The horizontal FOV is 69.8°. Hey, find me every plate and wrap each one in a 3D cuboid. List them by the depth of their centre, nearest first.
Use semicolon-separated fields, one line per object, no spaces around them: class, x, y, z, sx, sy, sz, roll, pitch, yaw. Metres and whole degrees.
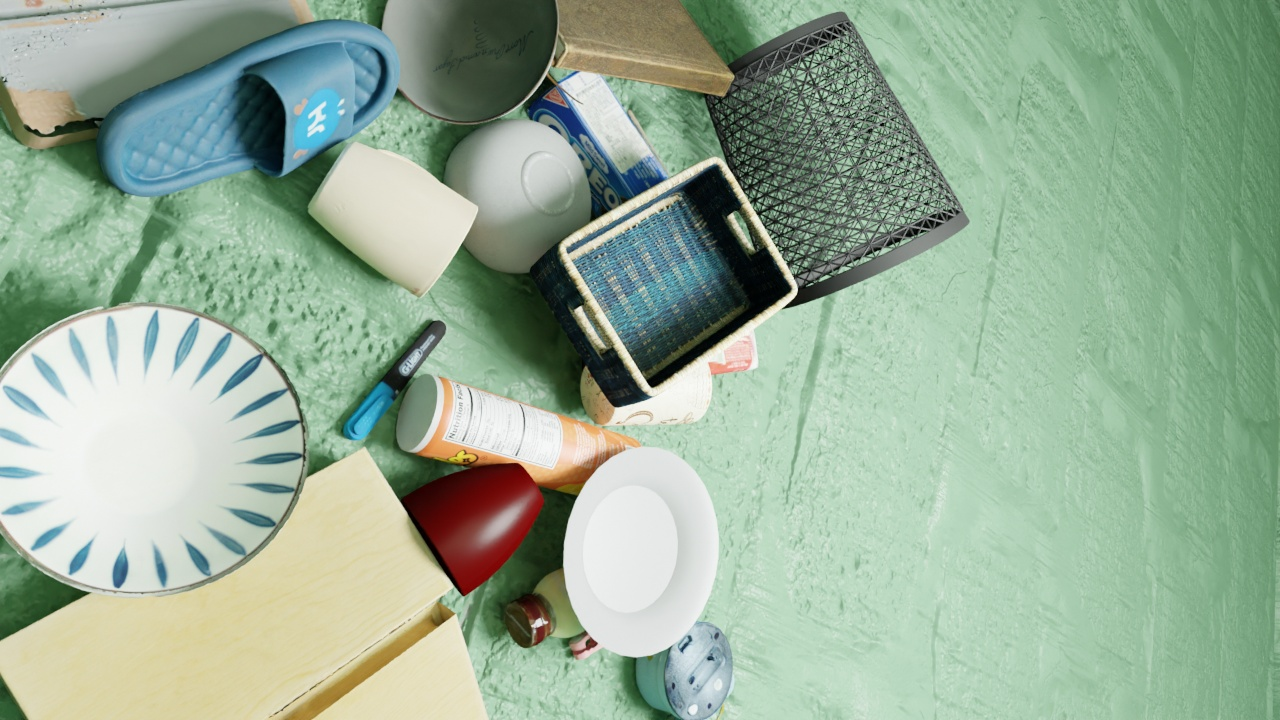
plate;-0.001;0.161;0.778;0.172;0.019;0.172;5;83;-41

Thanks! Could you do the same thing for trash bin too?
trash bin;0.190;-0.210;0.961;0.216;0.218;0.243;-30;97;-39

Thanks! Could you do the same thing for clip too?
clip;-0.037;0.247;0.814;0.057;0.022;0.035;-26;104;-35

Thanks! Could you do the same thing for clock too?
clock;0.046;0.298;0.857;0.088;0.052;0.124;-41;111;-39

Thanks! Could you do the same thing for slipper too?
slipper;-0.256;-0.163;0.629;0.213;0.104;0.059;-32;70;-29

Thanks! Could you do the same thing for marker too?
marker;-0.189;0.013;0.717;0.018;0.015;0.122;48;54;-24

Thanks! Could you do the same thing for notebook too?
notebook;-0.015;-0.298;0.845;0.215;0.035;0.190;-5;57;-41

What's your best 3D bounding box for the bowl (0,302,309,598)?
bowl;-0.304;0.058;0.566;0.177;0.071;0.177;14;65;-33

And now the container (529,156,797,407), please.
container;0.021;-0.067;0.777;0.187;0.071;0.145;-34;95;-28

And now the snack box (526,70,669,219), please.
snack box;-0.012;-0.159;0.853;0.059;0.059;0.226;-44;106;-36

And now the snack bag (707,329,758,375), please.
snack bag;0.068;-0.022;0.931;0.115;0.036;0.077;-6;87;-41

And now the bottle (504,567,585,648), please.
bottle;-0.041;0.197;0.792;0.161;0.057;0.056;-16;94;-41

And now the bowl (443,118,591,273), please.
bowl;-0.096;-0.144;0.787;0.131;0.065;0.131;7;79;-40

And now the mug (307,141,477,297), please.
mug;-0.188;-0.119;0.702;0.104;0.085;0.111;32;35;-21

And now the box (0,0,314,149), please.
box;-0.331;-0.236;0.618;0.215;0.043;0.148;-28;98;-40

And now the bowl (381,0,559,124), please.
bowl;-0.132;-0.262;0.752;0.056;0.151;0.150;9;74;-82

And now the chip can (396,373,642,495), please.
chip can;-0.093;0.069;0.761;0.210;0.062;0.062;21;70;-37

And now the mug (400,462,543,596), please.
mug;-0.121;0.125;0.709;0.088;0.114;0.087;-33;64;-20

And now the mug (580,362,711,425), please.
mug;-0.005;0.005;0.835;0.097;0.081;0.122;-7;69;-35

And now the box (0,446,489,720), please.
box;-0.237;0.225;0.610;0.246;0.097;0.261;-31;110;-38

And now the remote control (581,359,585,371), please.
remote control;-0.034;-0.030;0.861;0.039;0.010;0.124;16;73;-38
